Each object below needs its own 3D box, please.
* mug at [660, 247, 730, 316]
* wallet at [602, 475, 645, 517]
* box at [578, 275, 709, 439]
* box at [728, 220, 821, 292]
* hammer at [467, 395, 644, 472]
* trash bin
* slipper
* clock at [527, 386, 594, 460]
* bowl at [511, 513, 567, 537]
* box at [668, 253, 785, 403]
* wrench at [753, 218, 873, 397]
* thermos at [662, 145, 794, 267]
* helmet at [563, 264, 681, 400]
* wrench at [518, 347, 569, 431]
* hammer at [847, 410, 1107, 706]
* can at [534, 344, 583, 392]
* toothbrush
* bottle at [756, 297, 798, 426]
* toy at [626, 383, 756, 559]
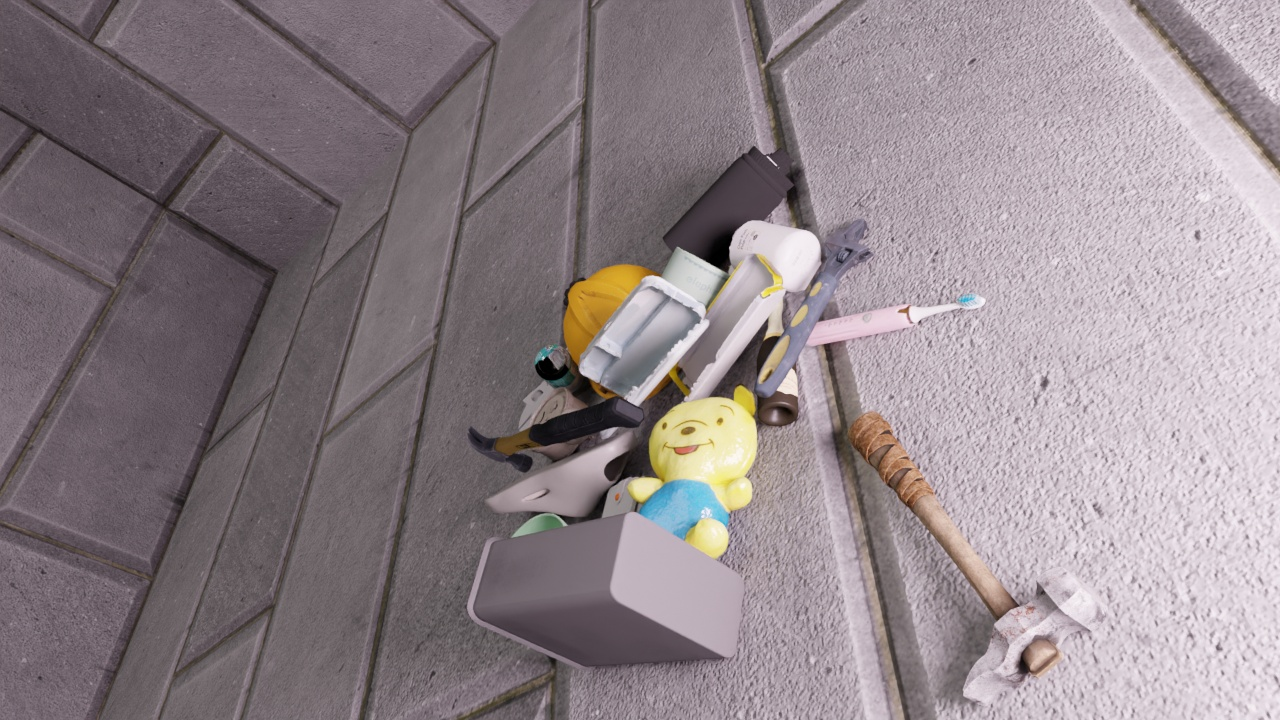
[{"bbox_3d":[0.072,-0.077,1.194,0.104,0.111,0.084,-63,28,8],"label":"mug"},{"bbox_3d":[-0.014,0.196,1.097,0.116,0.037,0.118,-33,38,59],"label":"wallet"},{"bbox_3d":[-0.005,0.011,1.133,0.216,0.106,0.126,-50,19,46],"label":"box"},{"bbox_3d":[0.154,-0.133,1.170,0.166,0.092,0.083,26,86,50],"label":"box"},{"bbox_3d":[-0.116,0.093,1.181,0.334,0.118,0.025,-21,48,51],"label":"hammer"},{"bbox_3d":[-0.036,0.248,0.961,0.220,0.191,0.097,-20,45,41],"label":"trash bin"},{"bbox_3d":[-0.098,0.173,1.227,0.267,0.080,0.112,-26,-3,33],"label":"slipper"},{"bbox_3d":[-0.106,0.097,1.322,0.157,0.061,0.103,-5,56,61],"label":"clock"},{"bbox_3d":[-0.116,0.274,1.149,0.151,0.077,0.150,-34,37,31],"label":"bowl"},{"bbox_3d":[0.102,-0.025,1.114,0.210,0.057,0.117,-55,19,30],"label":"box"},{"bbox_3d":[0.199,-0.067,1.051,0.073,0.022,0.272,3,52,50],"label":"wrench"},{"bbox_3d":[0.129,-0.213,1.267,0.199,0.086,0.086,-45,33,16],"label":"thermos"},{"bbox_3d":[-0.039,-0.061,1.311,0.205,0.131,0.255,-54,32,0],"label":"helmet"},{"bbox_3d":[-0.112,0.000,1.461,0.273,0.018,0.087,-56,31,-4],"label":"wrench"},{"bbox_3d":[0.260,0.144,0.799,0.122,0.049,0.318,-49,30,15],"label":"hammer"},{"bbox_3d":[-0.119,0.015,1.371,0.055,0.101,0.055,-3,75,10],"label":"can"},{"bbox_3d":[0.264,-0.044,0.984,0.223,0.026,0.027,-13,62,48],"label":"toothbrush"},{"bbox_3d":[0.159,-0.010,1.075,0.046,0.045,0.184,-30,39,35],"label":"bottle"},{"bbox_3d":[0.058,0.133,1.035,0.149,0.084,0.213,-3,51,26],"label":"toy"}]
